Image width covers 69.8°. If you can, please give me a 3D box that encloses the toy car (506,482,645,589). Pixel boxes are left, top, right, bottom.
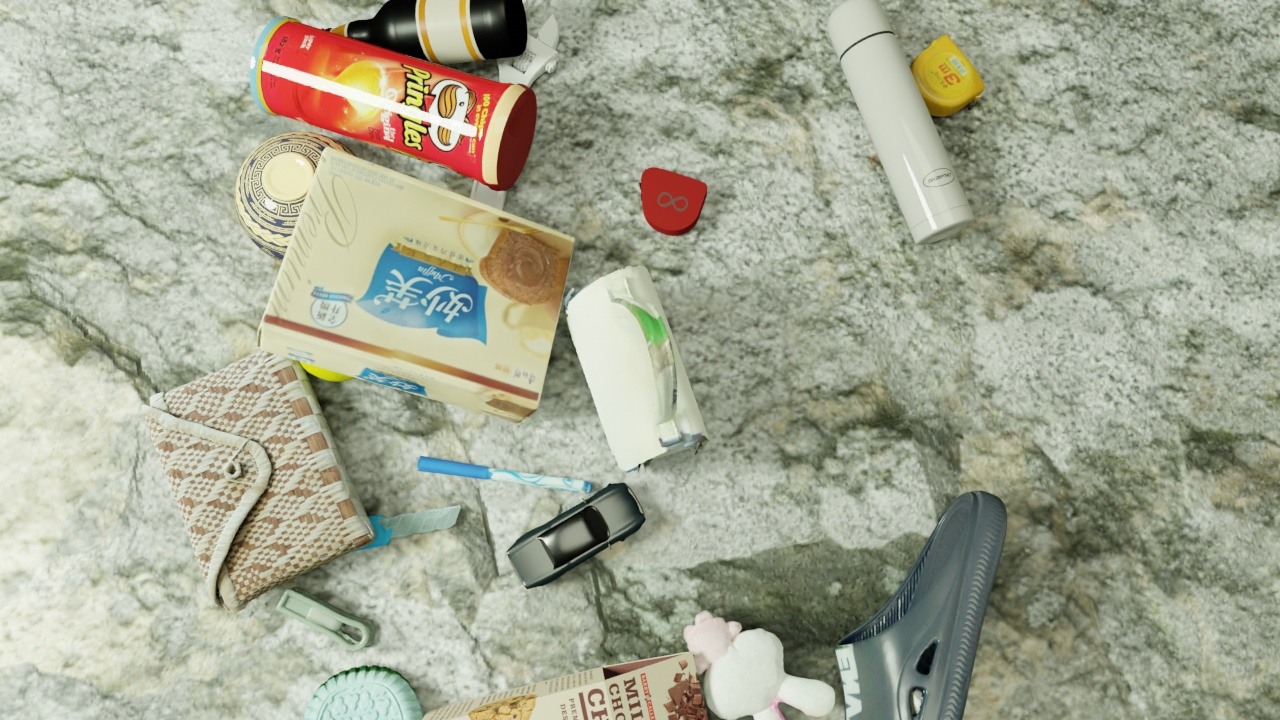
[{"bbox_3d":[-0.050,0.138,0.728,0.112,0.034,0.046,-29,83,-9],"label":"toy car"}]

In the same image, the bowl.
[{"bbox_3d":[-0.279,-0.139,0.751,0.112,0.061,0.112,1,79,-4],"label":"bowl"}]

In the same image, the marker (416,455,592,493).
[{"bbox_3d":[-0.110,0.093,0.744,0.142,0.013,0.013,8,79,-2],"label":"marker"}]

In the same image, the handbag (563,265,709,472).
[{"bbox_3d":[-0.004,0.004,0.685,0.074,0.176,0.151,-18,82,-6],"label":"handbag"}]

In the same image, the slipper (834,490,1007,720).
[{"bbox_3d":[0.200,0.214,0.695,0.083,0.111,0.267,23,75,3],"label":"slipper"}]

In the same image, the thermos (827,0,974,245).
[{"bbox_3d":[0.224,-0.213,0.804,0.052,0.052,0.224,-19,81,-7],"label":"thermos"}]

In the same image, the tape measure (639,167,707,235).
[{"bbox_3d":[0.024,-0.136,0.793,0.059,0.019,0.051,19,81,7],"label":"tape measure"}]

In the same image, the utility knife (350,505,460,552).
[{"bbox_3d":[-0.245,0.139,0.726,0.207,0.015,0.031,-9,85,-7],"label":"utility knife"}]

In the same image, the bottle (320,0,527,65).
[{"bbox_3d":[-0.191,-0.280,0.780,0.182,0.059,0.059,-3,79,11],"label":"bottle"}]

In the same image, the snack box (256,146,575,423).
[{"bbox_3d":[-0.164,-0.054,0.705,0.207,0.055,0.153,18,66,-18],"label":"snack box"}]

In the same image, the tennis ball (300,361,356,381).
[{"bbox_3d":[-0.240,-0.016,0.729,0.065,0.065,0.065,1,79,-4],"label":"tennis ball"}]

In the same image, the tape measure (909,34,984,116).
[{"bbox_3d":[0.270,-0.249,0.825,0.059,0.030,0.068,-36,81,-10],"label":"tape measure"}]

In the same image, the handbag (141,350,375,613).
[{"bbox_3d":[-0.296,0.085,0.708,0.124,0.047,0.185,-26,75,-11],"label":"handbag"}]

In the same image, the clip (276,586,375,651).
[{"bbox_3d":[-0.241,0.199,0.707,0.076,0.043,0.023,27,80,1],"label":"clip"}]

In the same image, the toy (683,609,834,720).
[{"bbox_3d":[0.085,0.247,0.715,0.125,0.037,0.076,39,83,6],"label":"toy"}]

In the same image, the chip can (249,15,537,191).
[{"bbox_3d":[-0.198,-0.210,0.748,0.213,0.087,0.087,19,78,6],"label":"chip can"}]

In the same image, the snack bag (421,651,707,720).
[{"bbox_3d":[-0.050,0.288,0.681,0.206,0.070,0.094,-12,81,-6],"label":"snack bag"}]

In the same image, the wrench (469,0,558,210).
[{"bbox_3d":[-0.122,-0.187,0.795,0.066,0.018,0.273,11,80,-1],"label":"wrench"}]

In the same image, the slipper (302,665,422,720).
[{"bbox_3d":[-0.197,0.365,0.662,0.116,0.070,0.275,-6,65,-6],"label":"slipper"}]
